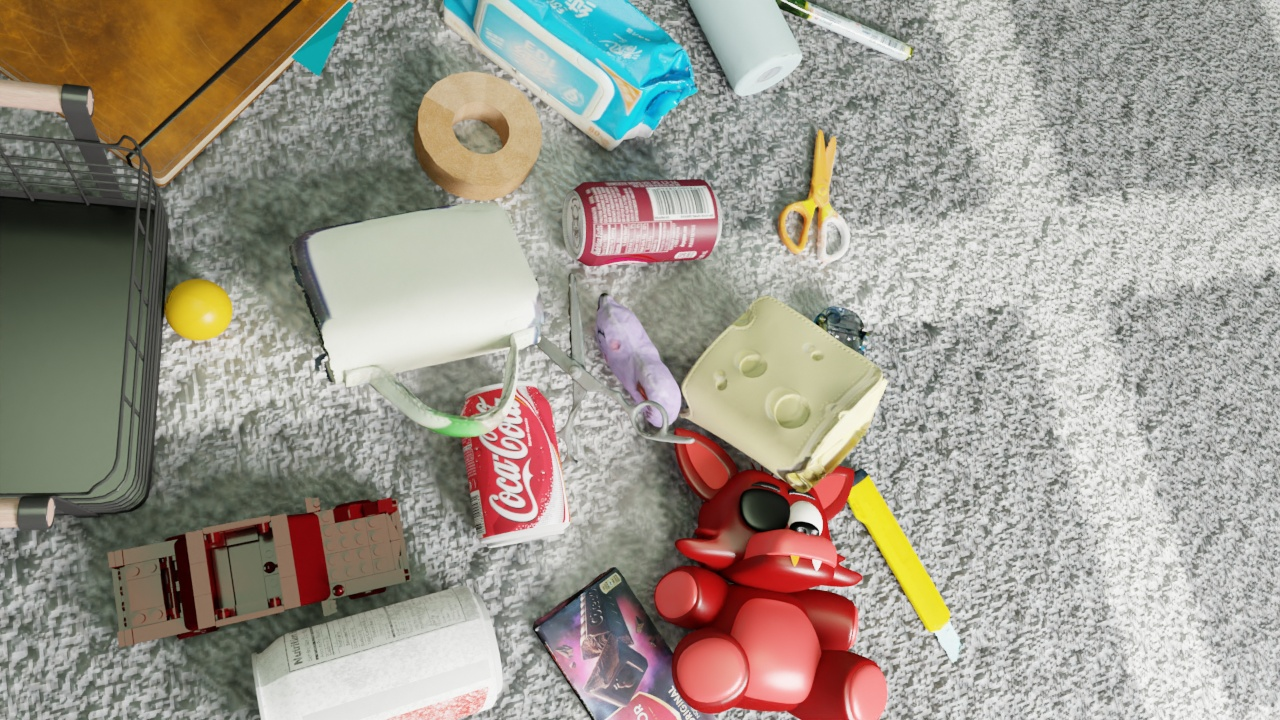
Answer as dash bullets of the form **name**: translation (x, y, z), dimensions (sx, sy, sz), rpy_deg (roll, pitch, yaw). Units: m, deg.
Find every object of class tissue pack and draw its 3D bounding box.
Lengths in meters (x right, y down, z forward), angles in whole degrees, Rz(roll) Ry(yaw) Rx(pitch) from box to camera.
- **tissue pack**: translation (-0.058, -0.246, 0.695), dimensions (0.209, 0.117, 0.066), rpy_deg (36, 72, -8)

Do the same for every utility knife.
- **utility knife**: translation (0.213, 0.166, 0.740), dimensions (0.030, 0.017, 0.175), rpy_deg (-31, 88, -20)

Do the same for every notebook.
- **notebook**: translation (-0.317, -0.256, 0.657), dimensions (0.178, 0.014, 0.248), rpy_deg (37, 67, -7)

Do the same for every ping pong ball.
- **ping pong ball**: translation (-0.286, -0.033, 0.595), dimensions (0.040, 0.040, 0.040), rpy_deg (5, 74, -19)

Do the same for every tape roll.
- **tape roll**: translation (-0.124, -0.171, 0.699), dimensions (0.094, 0.027, 0.094), rpy_deg (5, 74, -19)

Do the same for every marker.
- **marker**: translation (0.190, -0.312, 0.858), dimensions (0.146, 0.017, 0.017), rpy_deg (17, 71, -16)

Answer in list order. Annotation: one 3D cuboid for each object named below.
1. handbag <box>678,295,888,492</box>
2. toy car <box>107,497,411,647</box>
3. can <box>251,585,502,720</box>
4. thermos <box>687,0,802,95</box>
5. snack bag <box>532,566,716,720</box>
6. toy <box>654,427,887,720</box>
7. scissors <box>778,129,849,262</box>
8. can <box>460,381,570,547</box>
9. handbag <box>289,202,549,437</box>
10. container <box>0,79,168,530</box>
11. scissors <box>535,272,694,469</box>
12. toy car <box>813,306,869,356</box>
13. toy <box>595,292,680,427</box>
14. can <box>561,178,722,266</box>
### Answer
- **handbag**: translation (0.106, 0.028, 0.676), dimensions (0.119, 0.081, 0.111), rpy_deg (35, 56, 23)
- **toy car**: translation (-0.229, 0.126, 0.562), dimensions (0.169, 0.062, 0.070), rpy_deg (-9, 79, -22)
- **can**: translation (-0.159, 0.192, 0.562), dimensions (0.136, 0.078, 0.078), rpy_deg (-11, 80, -23)
- **thermos**: translation (0.065, -0.335, 0.792), dimensions (0.078, 0.065, 0.207), rpy_deg (-26, 86, 2)
- **snack bag**: translation (-0.006, 0.228, 0.644), dimensions (0.074, 0.018, 0.155), rpy_deg (-33, 91, -25)
- **toy**: translation (0.090, 0.153, 0.650), dimensions (0.158, 0.121, 0.196), rpy_deg (13, 64, -14)
- **scissors**: translation (0.164, -0.146, 0.807), dimensions (0.073, 0.013, 0.131), rpy_deg (23, 70, -14)
- **can**: translation (-0.087, 0.071, 0.628), dimensions (0.064, 0.064, 0.104), rpy_deg (-7, 78, -22)
- **handbag**: translation (-0.138, -0.015, 0.610), dimensions (0.151, 0.074, 0.176), rpy_deg (-15, 56, -23)
- **container**: translation (-0.366, -0.022, 0.513), dimensions (0.162, 0.130, 0.241), rpy_deg (2, 75, -20)
- **scissors**: translation (-0.032, 0.016, 0.648), dimensions (0.172, 0.014, 0.141), rpy_deg (18, 97, 27)
- **toy car**: translation (0.159, 0.009, 0.753), dimensions (0.048, 0.032, 0.105), rpy_deg (9, 75, -17)
- **toy**: translation (-0.004, 0.004, 0.676), dimensions (0.036, 0.080, 0.099), rpy_deg (-28, 69, -10)
- **can**: translation (0.001, -0.107, 0.709), dimensions (0.114, 0.063, 0.063), rpy_deg (-6, 78, -22)
